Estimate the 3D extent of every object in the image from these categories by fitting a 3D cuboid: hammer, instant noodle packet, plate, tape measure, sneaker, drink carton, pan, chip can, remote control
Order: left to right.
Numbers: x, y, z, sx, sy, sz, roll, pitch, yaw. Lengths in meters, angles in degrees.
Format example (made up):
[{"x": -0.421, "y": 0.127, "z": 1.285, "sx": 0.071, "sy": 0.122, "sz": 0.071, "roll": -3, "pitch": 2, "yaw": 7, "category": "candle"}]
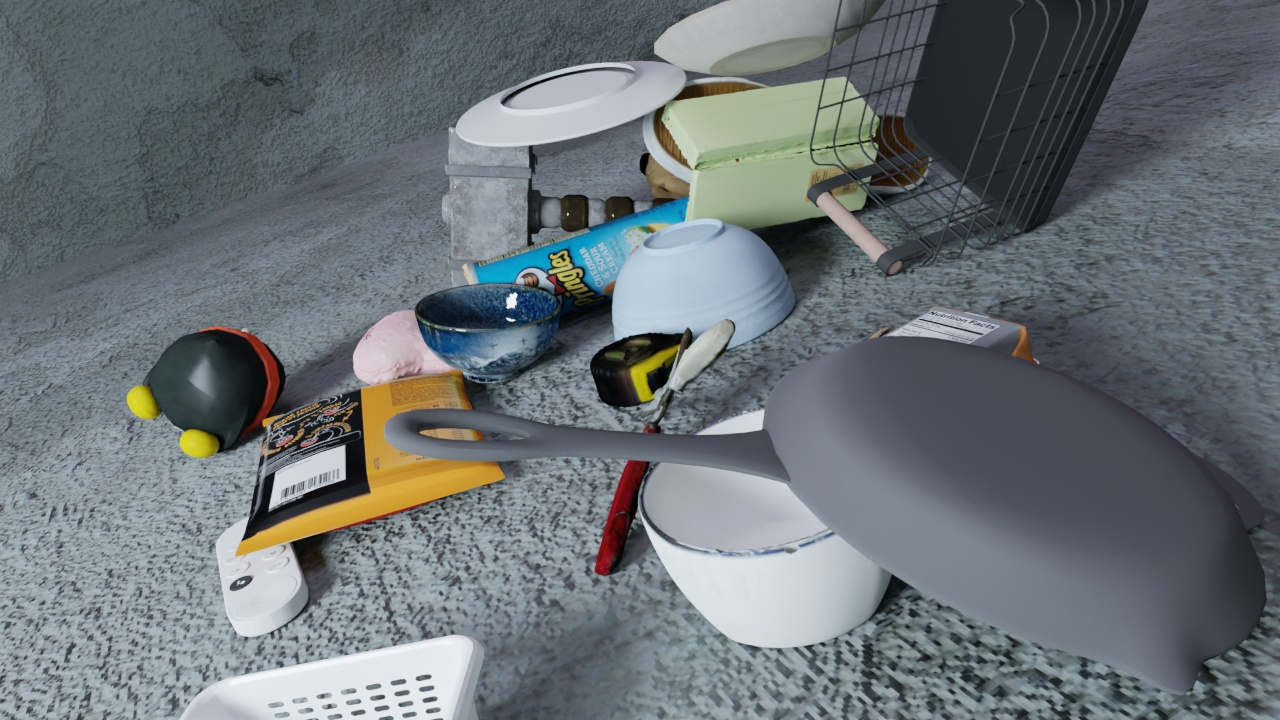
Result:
[{"x": -0.231, "y": 0.126, "z": 0.557, "sx": 0.043, "sy": 0.013, "sz": 0.136, "roll": -26, "pitch": 24, "yaw": -20, "category": "remote control"}, {"x": -0.192, "y": 0.060, "z": 0.650, "sx": 0.159, "sy": 0.032, "sz": 0.221, "roll": -15, "pitch": 22, "yaw": -13, "category": "instant noodle packet"}, {"x": -0.063, "y": -0.235, "z": 0.810, "sx": 0.209, "sy": 0.015, "sz": 0.208, "roll": -10, "pitch": 32, "yaw": 6, "category": "plate"}, {"x": -0.041, "y": -0.086, "z": 0.831, "sx": 0.229, "sy": 0.080, "sz": 0.079, "roll": -18, "pitch": 23, "yaw": -5, "category": "chip can"}, {"x": -0.030, "y": -0.143, "z": 0.906, "sx": 0.326, "sy": 0.177, "sz": 0.079, "roll": 2, "pitch": 23, "yaw": -4, "category": "hammer"}, {"x": -0.004, "y": 0.004, "z": 0.646, "sx": 0.067, "sy": 0.038, "sz": 0.062, "roll": 6, "pitch": 32, "yaw": 41, "category": "tape measure"}, {"x": 0.106, "y": -0.262, "z": 0.753, "sx": 0.189, "sy": 0.027, "sz": 0.188, "roll": -10, "pitch": 4, "yaw": 1, "category": "plate"}, {"x": 0.128, "y": -0.210, "z": 0.890, "sx": 0.294, "sy": 0.121, "sz": 0.127, "roll": 1, "pitch": 3, "yaw": -23, "category": "sneaker"}, {"x": 0.086, "y": 0.031, "z": 0.350, "sx": 0.354, "sy": 0.024, "sz": 0.216, "roll": 4, "pitch": 30, "yaw": -13, "category": "pan"}, {"x": 0.143, "y": 0.020, "z": 0.493, "sx": 0.124, "sy": 0.048, "sz": 0.076, "roll": -26, "pitch": 25, "yaw": -22, "category": "drink carton"}]

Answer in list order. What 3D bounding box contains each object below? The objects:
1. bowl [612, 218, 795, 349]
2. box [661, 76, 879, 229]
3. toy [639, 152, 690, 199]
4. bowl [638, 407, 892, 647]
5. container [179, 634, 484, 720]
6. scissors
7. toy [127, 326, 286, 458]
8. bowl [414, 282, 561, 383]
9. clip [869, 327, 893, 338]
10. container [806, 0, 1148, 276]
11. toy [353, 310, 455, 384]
[{"x": 0.042, "y": -0.066, "z": 0.728, "sx": 0.151, "sy": 0.075, "sz": 0.150, "roll": -15, "pitch": 23, "yaw": 6, "category": "bowl"}, {"x": 0.119, "y": -0.179, "z": 0.792, "sx": 0.187, "sy": 0.130, "sz": 0.064, "roll": -12, "pitch": 9, "yaw": -21, "category": "box"}, {"x": 0.053, "y": -0.203, "z": 1.025, "sx": 0.105, "sy": 0.134, "sz": 0.108, "roll": 3, "pitch": 50, "yaw": -8, "category": "toy"}, {"x": 0.062, "y": 0.074, "z": 0.405, "sx": 0.116, "sy": 0.066, "sz": 0.116, "roll": -14, "pitch": 23, "yaw": 6, "category": "bowl"}, {"x": -0.120, "y": 0.160, "z": 0.354, "sx": 0.129, "sy": 0.049, "sz": 0.080, "roll": -13, "pitch": 23, "yaw": 9, "category": "container"}, {"x": 0.017, "y": 0.023, "z": 0.508, "sx": 0.015, "sy": 0.180, "sz": 0.198, "roll": 25, "pitch": 45, "yaw": -4, "category": "scissors"}, {"x": -0.355, "y": 0.020, "z": 0.790, "sx": 0.097, "sy": 0.100, "sz": 0.119, "roll": 34, "pitch": 9, "yaw": 8, "category": "toy"}, {"x": -0.121, "y": -0.017, "z": 0.735, "sx": 0.114, "sy": 0.061, "sz": 0.114, "roll": 1, "pitch": 21, "yaw": -1, "category": "bowl"}, {"x": 0.150, "y": 0.004, "z": 0.562, "sx": 0.060, "sy": 0.024, "sz": 0.041, "roll": -40, "pitch": 29, "yaw": -25, "category": "clip"}, {"x": 0.226, "y": -0.200, "z": 0.675, "sx": 0.130, "sy": 0.242, "sz": 0.162, "roll": -21, "pitch": 52, "yaw": -20, "category": "container"}, {"x": -0.192, "y": -0.011, "z": 0.801, "sx": 0.105, "sy": 0.053, "sz": 0.108, "roll": 2, "pitch": 24, "yaw": 7, "category": "toy"}]
